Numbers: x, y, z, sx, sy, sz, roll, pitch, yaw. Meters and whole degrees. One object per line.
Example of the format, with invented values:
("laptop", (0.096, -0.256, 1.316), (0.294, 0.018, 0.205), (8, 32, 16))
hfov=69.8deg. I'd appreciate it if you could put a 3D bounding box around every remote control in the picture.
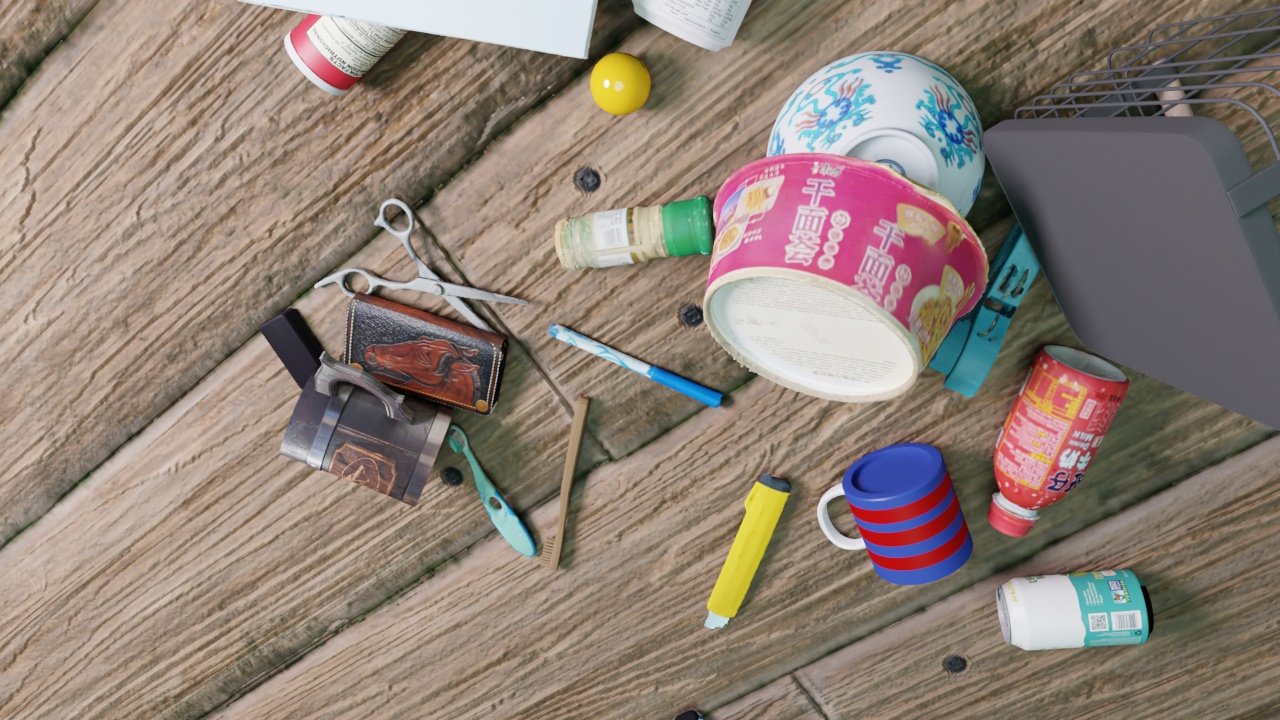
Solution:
("remote control", (-0.258, 0.022, 0.745), (0.032, 0.015, 0.136), (-24, 107, 17))

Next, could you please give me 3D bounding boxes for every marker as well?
("marker", (-0.004, 0.004, 0.700), (0.142, 0.013, 0.013), (23, 114, -1))

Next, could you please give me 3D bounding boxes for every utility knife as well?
("utility knife", (0.083, 0.160, 0.748), (0.030, 0.017, 0.165), (21, 113, 5))

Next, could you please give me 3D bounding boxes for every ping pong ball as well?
("ping pong ball", (-0.013, -0.183, 0.608), (0.040, 0.040, 0.040), (3, 113, 8))

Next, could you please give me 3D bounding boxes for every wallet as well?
("wallet", (-0.168, -0.004, 0.715), (0.123, 0.019, 0.072), (17, 124, 2))

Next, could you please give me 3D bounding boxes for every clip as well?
("clip", (0.232, -0.026, 0.604), (0.031, 0.121, 0.130), (28, 126, 5))

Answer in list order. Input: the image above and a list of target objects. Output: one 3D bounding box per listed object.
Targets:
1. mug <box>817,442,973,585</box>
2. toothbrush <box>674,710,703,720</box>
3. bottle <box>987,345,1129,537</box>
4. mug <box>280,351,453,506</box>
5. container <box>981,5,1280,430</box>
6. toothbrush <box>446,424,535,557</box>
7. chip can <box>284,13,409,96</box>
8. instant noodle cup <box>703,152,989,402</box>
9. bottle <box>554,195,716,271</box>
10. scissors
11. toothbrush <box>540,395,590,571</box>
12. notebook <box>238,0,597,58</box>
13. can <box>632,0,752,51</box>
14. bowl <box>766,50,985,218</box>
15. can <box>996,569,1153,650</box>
("mug", (0.183, 0.114, 0.690), (0.112, 0.074, 0.076), (-9, 113, 41))
("toothbrush", (-0.013, 0.359, 0.846), (0.168, 0.014, 0.014), (-34, 137, 22))
("bottle", (0.287, 0.062, 0.652), (0.062, 0.061, 0.138), (15, 115, 2))
("mug", (-0.203, 0.046, 0.695), (0.107, 0.079, 0.116), (22, 137, -11))
("container", (0.309, -0.083, 0.477), (0.130, 0.241, 0.163), (-32, 105, 3))
("toothbrush", (-0.124, 0.112, 0.760), (0.022, 0.017, 0.135), (-24, 106, 17))
("chip can", (-0.139, -0.260, 0.590), (0.215, 0.051, 0.052), (-35, 103, 20))
("instant noodle cup", (0.116, -0.040, 0.573), (0.179, 0.077, 0.179), (22, 157, 10))
("bottle", (-0.003, -0.088, 0.646), (0.111, 0.043, 0.043), (-6, 111, 12))
("scissors", (-0.170, -0.054, 0.701), (0.162, 0.014, 0.141), (-18, 114, 21))
("toothbrush", (-0.061, 0.103, 0.748), (0.016, 0.016, 0.167), (14, 114, 3))
("notebook", (-0.130, -0.291, 0.549), (0.254, 0.009, 0.181), (15, 102, 17))
("can", (0.050, -0.261, 0.550), (0.070, 0.070, 0.132), (26, 114, -2))
("bowl", (0.153, -0.121, 0.589), (0.144, 0.074, 0.144), (3, 113, 8))
("can", (0.330, 0.191, 0.701), (0.102, 0.054, 0.055), (-8, 111, 12))
